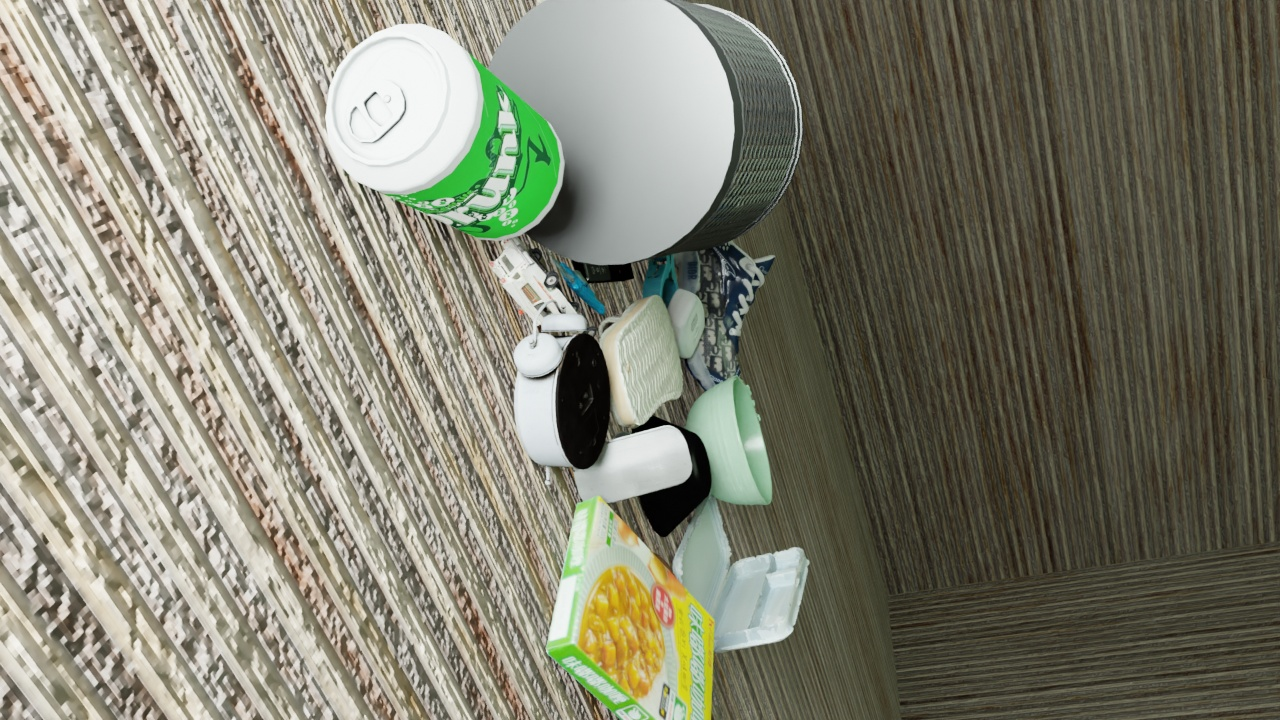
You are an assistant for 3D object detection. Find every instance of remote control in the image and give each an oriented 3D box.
[{"bbox_3d":[0.049,-0.041,1.028,0.060,0.028,0.114,-65,165,-11],"label":"remote control"},{"bbox_3d":[-0.034,-0.092,0.872,0.149,0.013,0.034,-22,99,-74],"label":"remote control"}]

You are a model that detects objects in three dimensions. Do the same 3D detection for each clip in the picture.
[{"bbox_3d":[0.020,-0.092,1.012,0.120,0.033,0.122,-63,149,-51],"label":"clip"}]

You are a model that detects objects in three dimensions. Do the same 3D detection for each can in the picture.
[{"bbox_3d":[-0.105,-0.123,0.519,0.139,0.088,0.087,17,61,-72],"label":"can"}]

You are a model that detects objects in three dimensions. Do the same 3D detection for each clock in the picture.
[{"bbox_3d":[-0.056,0.018,0.638,0.094,0.035,0.123,-56,140,-58],"label":"clock"}]

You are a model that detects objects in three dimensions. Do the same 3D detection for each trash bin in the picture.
[{"bbox_3d":[0.006,-0.184,0.734,0.226,0.218,0.218,-37,114,-68],"label":"trash bin"}]

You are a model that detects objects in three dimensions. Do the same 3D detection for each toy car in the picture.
[{"bbox_3d":[-0.070,-0.043,0.667,0.039,0.039,0.113,53,-2,36],"label":"toy car"}]

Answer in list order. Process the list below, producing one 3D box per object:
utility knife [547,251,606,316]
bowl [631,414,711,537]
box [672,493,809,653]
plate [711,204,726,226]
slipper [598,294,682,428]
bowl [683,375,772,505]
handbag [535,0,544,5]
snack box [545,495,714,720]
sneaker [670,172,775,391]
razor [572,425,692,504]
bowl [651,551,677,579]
[{"bbox_3d":[-0.049,-0.060,0.724,0.031,0.015,0.220,53,3,6],"label":"utility knife"},{"bbox_3d":[0.037,0.105,0.891,0.124,0.053,0.124,-12,90,-74],"label":"bowl"},{"bbox_3d":[0.111,0.217,0.968,0.210,0.105,0.129,-49,121,-71],"label":"box"},{"bbox_3d":[0.012,-0.217,0.950,0.224,0.024,0.224,51,-6,7],"label":"plate"},{"bbox_3d":[-0.005,0.005,0.830,0.262,0.052,0.115,-37,116,-77],"label":"slipper"},{"bbox_3d":[0.094,0.098,1.044,0.150,0.077,0.151,-14,90,-75],"label":"bowl"},{"bbox_3d":[-0.086,-0.417,0.886,0.124,0.047,0.186,-34,111,-74],"label":"handbag"},{"bbox_3d":[0.000,0.200,0.673,0.168,0.027,0.131,51,27,-27],"label":"snack box"},{"bbox_3d":[0.104,-0.092,1.127,0.103,0.132,0.269,0,79,-75],"label":"sneaker"},{"bbox_3d":[-0.010,0.076,0.746,0.116,0.088,0.047,-131,-153,-83],"label":"razor"},{"bbox_3d":[0.024,0.221,0.806,0.101,0.026,0.114,-35,112,-73],"label":"bowl"}]
